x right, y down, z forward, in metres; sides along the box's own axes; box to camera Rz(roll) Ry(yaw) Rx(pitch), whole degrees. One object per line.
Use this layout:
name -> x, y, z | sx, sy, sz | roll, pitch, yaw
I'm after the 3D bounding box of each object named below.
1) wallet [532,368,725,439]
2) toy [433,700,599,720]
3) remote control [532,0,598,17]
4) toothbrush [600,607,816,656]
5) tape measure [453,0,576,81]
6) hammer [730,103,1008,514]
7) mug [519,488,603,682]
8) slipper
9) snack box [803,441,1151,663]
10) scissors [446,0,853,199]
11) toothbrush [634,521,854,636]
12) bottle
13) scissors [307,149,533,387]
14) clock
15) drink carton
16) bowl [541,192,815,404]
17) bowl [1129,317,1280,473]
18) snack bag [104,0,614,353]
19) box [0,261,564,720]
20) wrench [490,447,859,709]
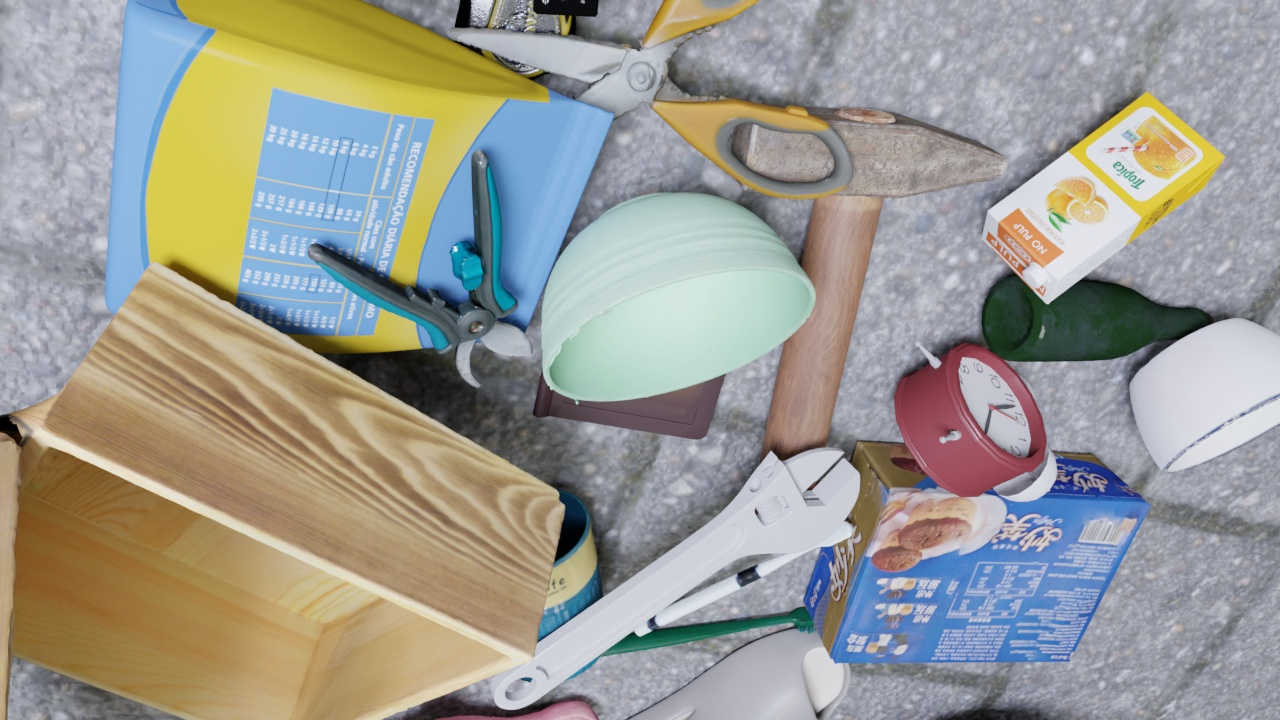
wallet -> -0.004, 0.004, 0.583 | 0.115, 0.018, 0.092 | 8, 117, -14
toy -> -0.140, 0.320, 0.689 | 0.236, 0.096, 0.192 | -19, 129, -10
remote control -> -0.030, -0.231, 0.419 | 0.030, 0.009, 0.140 | 5, 97, 5
toothbrush -> 0.052, 0.212, 0.710 | 0.189, 0.016, 0.017 | -6, 124, -8
tape measure -> -0.063, -0.172, 0.462 | 0.061, 0.034, 0.062 | 9, 119, -13
hammer -> 0.120, -0.007, 0.590 | 0.158, 0.037, 0.301 | 0, 119, -12
mug -> -0.082, 0.150, 0.618 | 0.114, 0.083, 0.107 | 0, 124, 13
slipper -> 0.057, 0.315, 0.731 | 0.266, 0.080, 0.113 | -28, 117, 5
snack box -> 0.243, 0.145, 0.681 | 0.202, 0.069, 0.155 | 4, 118, -14
scissors -> 0.021, -0.156, 0.457 | 0.225, 0.016, 0.217 | 13, 118, -15
toothbrush -> 0.072, 0.160, 0.666 | 0.187, 0.012, 0.017 | -31, 155, 21
bottle -> 0.314, -0.026, 0.612 | 0.174, 0.055, 0.055 | 1, 119, -21
scissors -> -0.098, -0.035, 0.445 | 0.124, 0.019, 0.154 | -11, 138, -31
clock -> 0.224, 0.040, 0.601 | 0.137, 0.096, 0.048 | 16, 143, -29
drink carton -> 0.268, -0.094, 0.545 | 0.122, 0.058, 0.040 | -37, 158, 2
bowl -> 0.012, -0.040, 0.497 | 0.151, 0.077, 0.151 | -15, 159, -6
bowl -> 0.393, 0.021, 0.627 | 0.116, 0.065, 0.116 | -18, 151, -11
snack bag -> -0.135, -0.083, 0.447 | 0.205, 0.102, 0.159 | 12, 127, -21
box -> -0.251, 0.170, 0.404 | 0.284, 0.322, 0.280 | 36, 135, -24
wrench -> 0.026, 0.144, 0.595 | 0.273, 0.018, 0.087 | -35, 130, -3
